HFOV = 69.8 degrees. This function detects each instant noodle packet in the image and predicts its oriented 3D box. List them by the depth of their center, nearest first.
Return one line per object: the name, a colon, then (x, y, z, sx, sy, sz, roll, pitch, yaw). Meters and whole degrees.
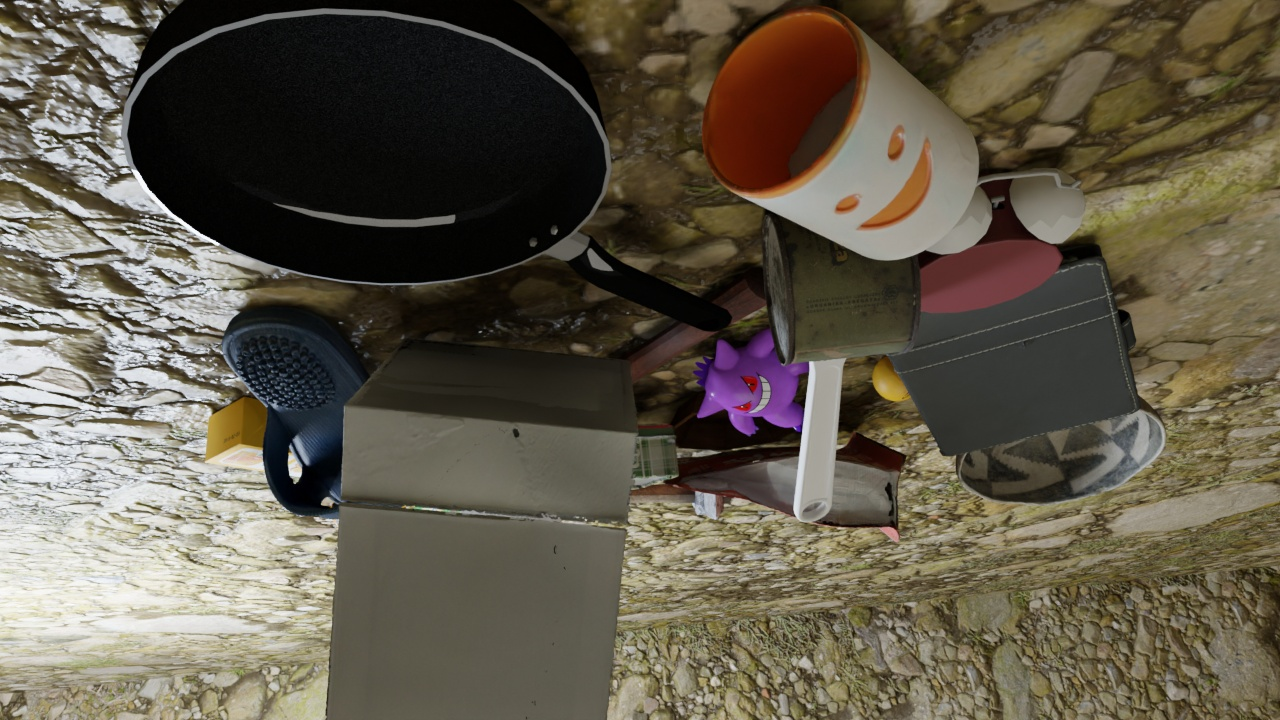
instant noodle packet: (0.124, 0.116, 0.895, 0.221, 0.084, 0.164, 3, -176, -3)

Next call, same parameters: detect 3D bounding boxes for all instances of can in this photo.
can: (0.115, -0.045, 0.534, 0.074, 0.089, 0.090, -7, 158, 1)

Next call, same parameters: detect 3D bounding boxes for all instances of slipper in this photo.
slipper: (-0.227, 0.067, 0.674, 0.101, 0.082, 0.264, -5, 144, 1)

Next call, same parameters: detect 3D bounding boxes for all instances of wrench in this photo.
wrench: (0.140, 0.041, 0.708, 0.066, 0.018, 0.274, -13, 135, -8)

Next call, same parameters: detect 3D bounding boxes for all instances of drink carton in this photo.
drink carton: (-0.295, 0.070, 0.780, 0.059, 0.040, 0.122, -22, 152, 35)

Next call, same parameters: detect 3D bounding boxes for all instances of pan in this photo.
pan: (-0.066, -0.079, 0.468, 0.205, 0.044, 0.355, -23, 152, 36)

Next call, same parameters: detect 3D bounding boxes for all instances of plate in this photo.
plate: (0.087, 0.052, 0.848, 0.131, 0.025, 0.131, -5, 158, -2)

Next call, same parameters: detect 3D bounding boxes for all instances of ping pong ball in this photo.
ping pong ball: (0.215, 0.014, 0.767, 0.040, 0.040, 0.040, -5, 158, -2)

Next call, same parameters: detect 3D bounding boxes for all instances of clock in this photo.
clock: (0.199, -0.073, 0.541, 0.096, 0.048, 0.138, -5, 158, -1)

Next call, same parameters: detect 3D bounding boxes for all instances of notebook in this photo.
notebook: (0.285, 0.000, 0.702, 0.170, 0.029, 0.209, -18, 141, 24)

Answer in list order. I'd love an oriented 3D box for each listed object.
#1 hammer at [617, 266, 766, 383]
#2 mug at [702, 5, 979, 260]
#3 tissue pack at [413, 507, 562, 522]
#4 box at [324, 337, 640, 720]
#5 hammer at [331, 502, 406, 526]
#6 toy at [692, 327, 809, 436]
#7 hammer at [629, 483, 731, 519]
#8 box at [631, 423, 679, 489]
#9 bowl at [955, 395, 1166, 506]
hammer: (-0.004, 0.004, 0.709, 0.111, 0.028, 0.302, 11, 152, -34)
mug: (0.092, -0.097, 0.413, 0.082, 0.082, 0.105, -25, 152, 39)
tissue pack: (-0.161, 0.197, 0.895, 0.120, 0.141, 0.198, 11, 149, -20)
box: (-0.095, 0.180, 0.485, 0.167, 0.511, 0.173, 6, 147, -3)
hammer: (-0.200, 0.119, 0.936, 0.321, 0.036, 0.123, -22, 153, 30)
toy: (0.088, 0.014, 0.717, 0.088, 0.056, 0.106, -2, 124, -22)
hammer: (-0.058, 0.146, 0.995, 0.319, 0.049, 0.121, -2, -179, 6)
box: (-0.079, 0.090, 0.789, 0.205, 0.050, 0.118, -1, 168, -17)
bowl: (0.381, 0.060, 0.857, 0.178, 0.081, 0.179, 2, 141, 2)
